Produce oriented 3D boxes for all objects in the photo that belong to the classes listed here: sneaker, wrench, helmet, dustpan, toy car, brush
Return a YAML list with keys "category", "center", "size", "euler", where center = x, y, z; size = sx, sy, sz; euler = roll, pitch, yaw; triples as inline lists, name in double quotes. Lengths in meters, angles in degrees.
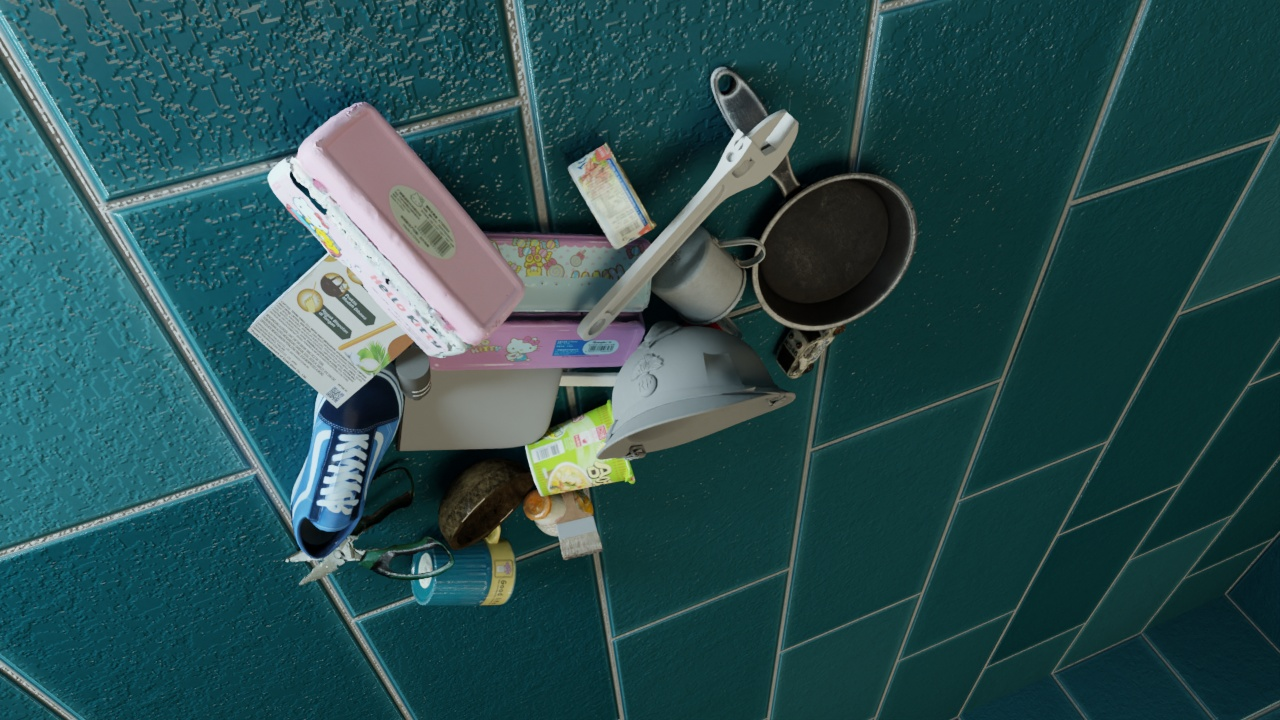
- category: "sneaker"
  center: [-0.288, 0.107, 0.909]
  size: [0.083, 0.098, 0.242]
  euler: [8, 128, -32]
- category: "wrench"
  center: [0.041, -0.119, 0.837]
  size: [0.274, 0.018, 0.086]
  euler: [-47, 161, 12]
- category: "helmet"
  center: [0.041, 0.016, 0.903]
  size: [0.184, 0.117, 0.270]
  euler: [-24, 168, 24]
- category: "dustpan"
  center: [-0.124, 0.028, 0.980]
  size: [0.257, 0.033, 0.164]
  euler: [1, 132, -20]
- category: "toy car"
  center: [0.200, -0.030, 1.091]
  size: [0.040, 0.048, 0.113]
  euler: [8, 127, -41]
- category: "brush"
  center: [-0.080, 0.164, 1.058]
  size: [0.045, 0.143, 0.008]
  euler: [-11, 137, -8]

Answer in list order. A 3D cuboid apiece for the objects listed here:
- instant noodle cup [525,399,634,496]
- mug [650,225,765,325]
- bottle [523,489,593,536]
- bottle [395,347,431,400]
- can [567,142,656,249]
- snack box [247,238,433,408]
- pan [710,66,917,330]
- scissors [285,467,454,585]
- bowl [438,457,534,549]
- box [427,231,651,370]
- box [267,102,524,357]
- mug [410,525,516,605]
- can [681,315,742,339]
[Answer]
- category: "instant noodle cup"
  center: [-0.071, 0.106, 1.048]
  size: [0.108, 0.098, 0.099]
  euler: [-16, 139, -2]
- category: "mug"
  center: [0.065, -0.094, 0.913]
  size: [0.113, 0.084, 0.070]
  euler: [-34, 139, 20]
- category: "bottle"
  center: [-0.102, 0.181, 1.111]
  size: [0.063, 0.063, 0.109]
  euler: [-36, 155, 8]
- category: "bottle"
  center: [-0.213, 0.018, 0.866]
  size: [0.030, 0.030, 0.113]
  euler: [-16, 167, -16]
- category: "can"
  center: [-0.025, -0.144, 0.809]
  size: [0.043, 0.086, 0.086]
  euler: [-30, 140, 4]
- category: "snack box"
  center: [-0.232, -0.055, 0.791]
  size: [0.186, 0.031, 0.101]
  euler: [-39, 112, 12]
- category: "pan"
  center: [0.159, -0.162, 0.927]
  size: [0.187, 0.055, 0.357]
  euler: [-36, 128, 9]
- category: "scissors"
  center: [-0.316, 0.186, 1.020]
  size: [0.210, 0.015, 0.147]
  euler: [-9, 103, 10]
- category: "bowl"
  center: [-0.185, 0.152, 1.042]
  size: [0.121, 0.056, 0.121]
  euler: [-41, 163, -16]
- category: "box"
  center: [-0.096, -0.052, 0.869]
  size: [0.214, 0.048, 0.150]
  euler: [-1, 123, -18]
- category: "box"
  center: [-0.197, -0.094, 0.735]
  size: [0.103, 0.086, 0.202]
  euler: [-16, 122, 45]
- category: "mug"
  center: [-0.215, 0.244, 1.125]
  size: [0.107, 0.083, 0.113]
  euler: [9, 99, -33]
- category: "can"
  center: [0.059, -0.007, 1.019]
  size: [0.105, 0.064, 0.064]
  euler: [-45, 138, 18]
